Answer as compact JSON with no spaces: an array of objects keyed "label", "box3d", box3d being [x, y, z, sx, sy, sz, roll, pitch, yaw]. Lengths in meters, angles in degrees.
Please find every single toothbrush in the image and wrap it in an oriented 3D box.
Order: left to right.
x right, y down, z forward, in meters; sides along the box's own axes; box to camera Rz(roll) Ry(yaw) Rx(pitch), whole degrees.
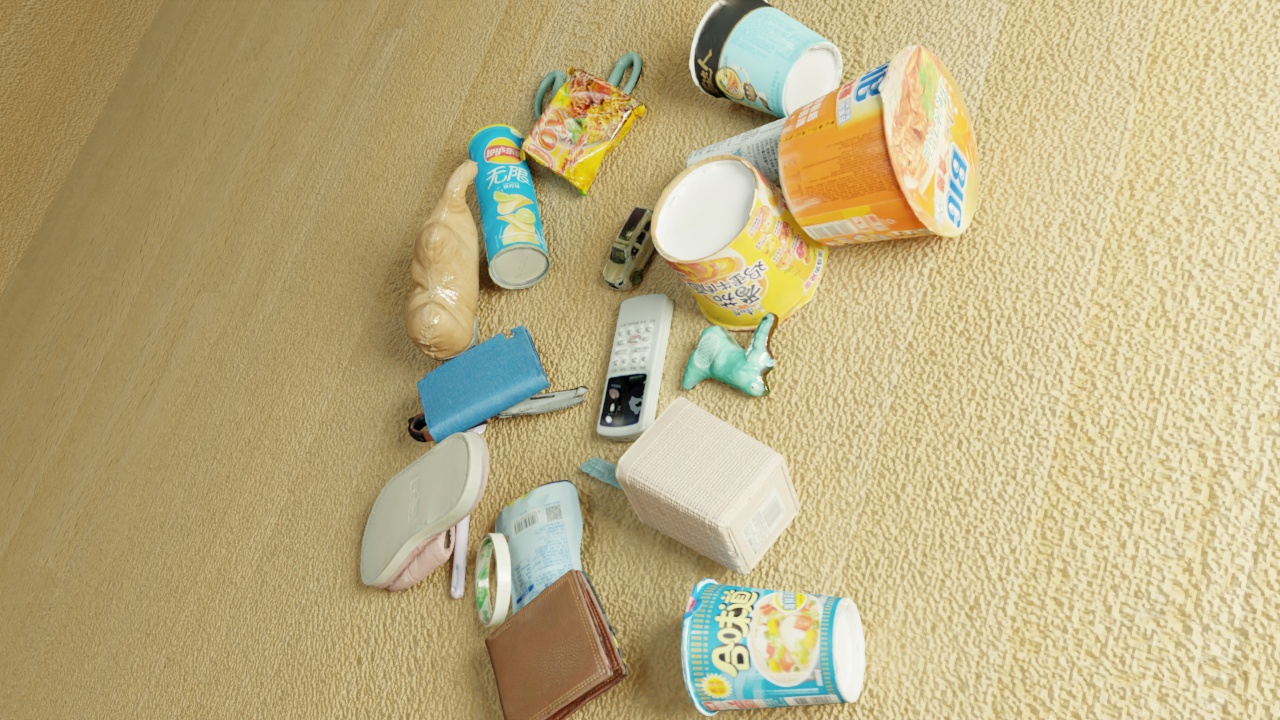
[{"label":"toothbrush","box3d":[-0.181,0.152,0.950,0.029,0.021,0.188,-15,60,29]}]

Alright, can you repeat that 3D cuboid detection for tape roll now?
[{"label":"tape roll","box3d":[-0.139,0.205,0.859,0.086,0.014,0.086,-176,90,-67]}]

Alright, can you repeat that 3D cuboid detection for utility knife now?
[{"label":"utility knife","box3d":[0.024,0.124,0.810,0.220,0.022,0.031,16,68,47]}]

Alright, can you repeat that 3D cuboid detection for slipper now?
[{"label":"slipper","box3d":[-0.214,0.156,0.926,0.275,0.054,0.114,-41,45,40]}]

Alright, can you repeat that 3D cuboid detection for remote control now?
[{"label":"remote control","box3d":[-0.005,0.005,0.888,0.058,0.021,0.149,-7,62,36]}]

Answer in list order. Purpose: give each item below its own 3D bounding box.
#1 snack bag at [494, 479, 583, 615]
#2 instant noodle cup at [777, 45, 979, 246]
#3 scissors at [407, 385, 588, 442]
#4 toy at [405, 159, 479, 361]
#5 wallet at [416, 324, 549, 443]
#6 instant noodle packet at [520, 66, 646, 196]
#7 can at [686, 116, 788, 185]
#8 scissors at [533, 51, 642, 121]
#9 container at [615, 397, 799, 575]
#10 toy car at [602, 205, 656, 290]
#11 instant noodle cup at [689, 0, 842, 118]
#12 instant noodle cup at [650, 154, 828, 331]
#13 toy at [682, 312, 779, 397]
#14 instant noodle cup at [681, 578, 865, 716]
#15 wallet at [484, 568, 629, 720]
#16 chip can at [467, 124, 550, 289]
[{"label":"snack bag","box3d":[-0.085,0.211,0.829,0.110,0.039,0.190,-28,55,21]},{"label":"instant noodle cup","box3d":[0.190,-0.163,0.747,0.112,0.151,0.151,-9,61,44]},{"label":"scissors","box3d":[-0.149,0.042,0.975,0.206,0.015,0.192,-29,30,-6]},{"label":"toy","box3d":[-0.218,-0.111,1.041,0.143,0.082,0.226,147,128,-79]},{"label":"wallet","box3d":[-0.166,0.024,0.963,0.133,0.040,0.106,-27,39,-2]},{"label":"instant noodle packet","box3d":[-0.071,-0.264,1.052,0.111,0.044,0.128,36,93,20]},{"label":"can","box3d":[0.118,-0.193,0.872,0.147,0.058,0.058,-13,59,32]},{"label":"scissors","box3d":[-0.079,-0.321,1.125,0.170,0.019,0.180,-50,48,6]},{"label":"container","box3d":[0.057,0.102,0.730,0.111,0.090,0.089,26,63,40]},{"label":"toy car","box3d":[-0.009,-0.116,0.948,0.042,0.035,0.090,24,85,44]},{"label":"instant noodle cup","box3d":[0.127,-0.289,0.893,0.111,0.111,0.120,-51,52,4]},{"label":"instant noodle cup","box3d":[0.083,-0.109,0.820,0.138,0.109,0.137,-17,57,29]},{"label":"toy","box3d":[0.085,-0.003,0.813,0.092,0.030,0.096,28,100,40]},{"label":"instant noodle cup","box3d":[0.098,0.205,0.655,0.110,0.099,0.099,-7,63,27]},{"label":"wallet","box3d":[-0.076,0.247,0.767,0.125,0.032,0.101,-41,51,18]},{"label":"chip can","box3d":[-0.155,-0.183,1.074,0.071,0.071,0.210,-32,51,21]}]
